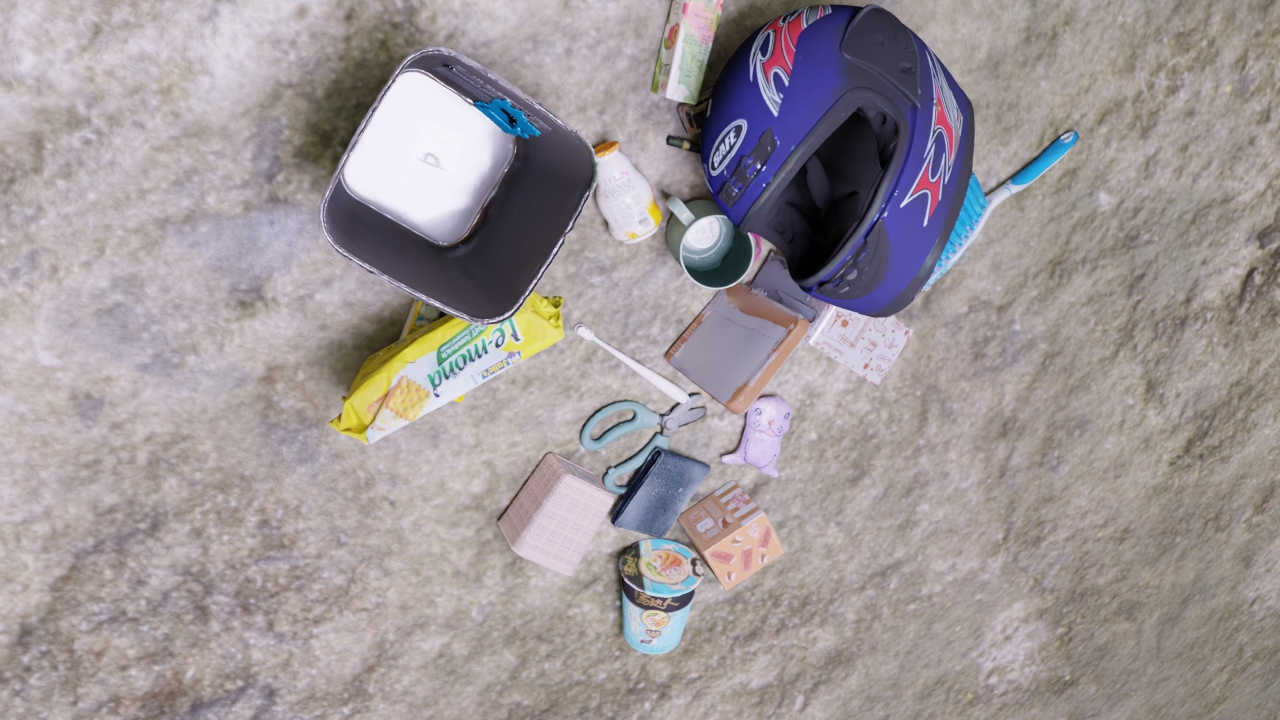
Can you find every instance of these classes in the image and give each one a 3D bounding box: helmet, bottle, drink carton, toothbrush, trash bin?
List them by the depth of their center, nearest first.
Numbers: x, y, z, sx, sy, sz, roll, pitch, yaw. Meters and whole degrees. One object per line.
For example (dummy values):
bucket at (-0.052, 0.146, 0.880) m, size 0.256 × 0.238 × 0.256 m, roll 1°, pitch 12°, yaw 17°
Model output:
trash bin at (-0.182, -0.176, 0.865) m, size 0.199 × 0.220 × 0.199 m, roll 29°, pitch 98°, yaw -27°
helmet at (0.179, -0.213, 0.923) m, size 0.240 × 0.314 × 0.248 m, roll 22°, pitch 142°, yaw -9°
drink carton at (0.051, -0.341, 0.984) m, size 0.045 × 0.053 × 0.123 m, roll 6°, pitch 108°, yaw -23°
bottle at (-0.020, -0.186, 1.011) m, size 0.063 × 0.063 × 0.108 m, roll -29°, pitch 118°, yaw -8°
toothbrush at (0.116, -0.236, 1.067) m, size 0.185 × 0.012 × 0.017 m, roll 10°, pitch 93°, yaw -20°
toothbrush at (-0.007, 0.006, 1.110) m, size 0.180 × 0.016 × 0.016 m, roll 34°, pitch 95°, yaw -24°

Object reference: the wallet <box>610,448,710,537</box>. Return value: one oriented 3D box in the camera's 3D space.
wallet at (0.027, 0.174, 1.182) m, size 0.097 × 0.019 × 0.121 m, roll 24°, pitch 104°, yaw -40°

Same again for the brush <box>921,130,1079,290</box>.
brush at (0.444, -0.212, 1.188) m, size 0.314 × 0.060 × 0.109 m, roll -49°, pitch 124°, yaw 0°

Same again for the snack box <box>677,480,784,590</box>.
snack box at (0.118, 0.229, 1.207) m, size 0.094 × 0.093 × 0.077 m, roll -32°, pitch 118°, yaw -7°

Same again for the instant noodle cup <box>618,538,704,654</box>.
instant noodle cup at (0.022, 0.316, 1.202) m, size 0.111 × 0.111 × 0.121 m, roll -5°, pitch 119°, yaw -19°

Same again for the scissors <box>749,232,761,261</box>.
scissors at (0.120, -0.185, 1.095) m, size 0.072 × 0.017 × 0.137 m, roll 5°, pitch 104°, yaw -14°

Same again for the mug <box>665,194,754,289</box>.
mug at (0.067, -0.143, 1.032) m, size 0.082 × 0.106 × 0.112 m, roll -41°, pitch 111°, yaw 9°

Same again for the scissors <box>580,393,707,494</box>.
scissors at (0.014, 0.106, 1.164) m, size 0.178 × 0.019 × 0.161 m, roll -15°, pitch 114°, yaw -16°

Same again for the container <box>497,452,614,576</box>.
container at (-0.100, 0.183, 1.111) m, size 0.090 × 0.090 × 0.111 m, roll 30°, pitch 94°, yaw -28°

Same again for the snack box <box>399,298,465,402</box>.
snack box at (-0.215, -0.030, 1.015) m, size 0.087 × 0.033 × 0.140 m, roll 18°, pitch 104°, yaw -26°

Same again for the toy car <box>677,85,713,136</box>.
toy car at (0.088, -0.286, 1.030) m, size 0.090 × 0.035 × 0.042 m, roll -30°, pitch 120°, yaw -11°

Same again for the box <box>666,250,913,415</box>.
box at (0.181, -0.014, 1.089) m, size 0.157 × 0.180 × 0.217 m, roll 39°, pitch 90°, yaw -30°

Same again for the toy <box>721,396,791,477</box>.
toy at (0.158, 0.095, 1.202) m, size 0.084 × 0.039 × 0.108 m, roll 14°, pitch 105°, yaw -13°

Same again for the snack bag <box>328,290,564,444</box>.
snack bag at (-0.195, -0.006, 0.930) m, size 0.246 × 0.158 × 0.068 m, roll -29°, pitch 102°, yaw -8°
